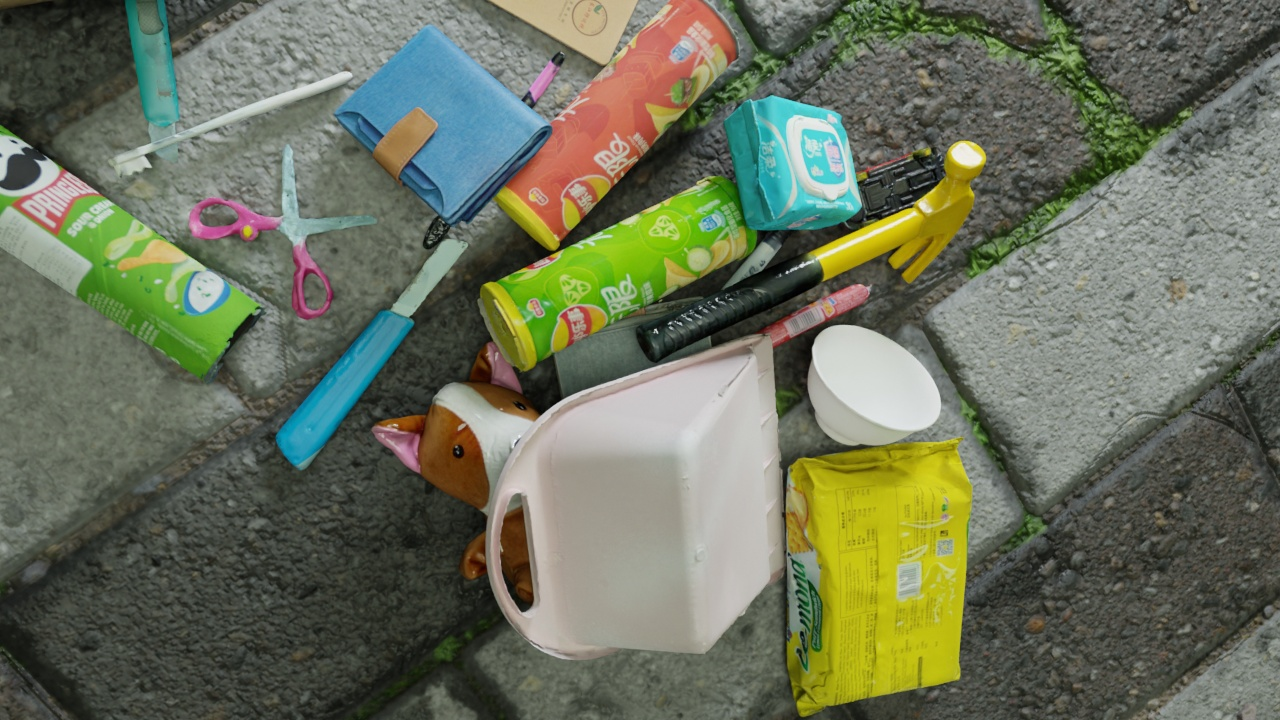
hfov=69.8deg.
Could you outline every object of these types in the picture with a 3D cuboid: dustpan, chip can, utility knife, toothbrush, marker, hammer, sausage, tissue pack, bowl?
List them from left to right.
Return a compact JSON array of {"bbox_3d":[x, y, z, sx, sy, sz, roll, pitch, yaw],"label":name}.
[{"bbox_3d":[-0.383,-0.079,0.636,0.236,0.072,0.072,38,88,-16],"label":"chip can"},{"bbox_3d":[-0.348,-0.231,0.653,0.029,0.013,0.176,-6,99,-13],"label":"utility knife"},{"bbox_3d":[-0.294,-0.173,0.668,0.180,0.016,0.016,-26,115,-13],"label":"toothbrush"},{"bbox_3d":[-0.207,-0.009,0.713,0.034,0.018,0.218,39,89,-13],"label":"utility knife"},{"bbox_3d":[-0.114,-0.165,0.716,0.014,0.018,0.189,35,87,-17],"label":"toothbrush"},{"bbox_3d":[-0.020,-0.183,0.707,0.216,0.073,0.073,-46,105,-5],"label":"chip can"},{"bbox_3d":[-0.012,-0.071,0.707,0.221,0.073,0.072,-29,103,-18],"label":"chip can"},{"bbox_3d":[0.010,0.106,0.711,0.139,0.272,0.222,0,101,24],"label":"dustpan"},{"bbox_3d":[0.090,-0.077,0.774,0.022,0.018,0.130,41,87,-6],"label":"marker"},{"bbox_3d":[0.120,-0.151,0.718,0.133,0.050,0.093,-11,89,-51],"label":"tissue pack"},{"bbox_3d":[0.133,-0.031,0.789,0.155,0.020,0.020,-27,102,-8],"label":"sausage"},{"bbox_3d":[0.136,-0.072,0.729,0.300,0.129,0.033,-24,59,-12],"label":"hammer"},{"bbox_3d":[0.186,0.034,0.779,0.118,0.118,0.065,13,132,-15],"label":"bowl"}]

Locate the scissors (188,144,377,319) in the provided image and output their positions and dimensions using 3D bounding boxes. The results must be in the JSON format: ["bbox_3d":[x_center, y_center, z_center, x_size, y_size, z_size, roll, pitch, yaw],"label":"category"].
[{"bbox_3d":[-0.266,-0.095,0.691,0.133,0.017,0.134,-8,96,-16],"label":"scissors"}]

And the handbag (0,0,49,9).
[{"bbox_3d":[-0.364,-0.312,0.592,0.204,0.099,0.148,-10,99,-1],"label":"handbag"}]

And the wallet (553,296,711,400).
[{"bbox_3d":[-0.004,0.004,0.754,0.129,0.037,0.107,-12,109,-9],"label":"wallet"}]

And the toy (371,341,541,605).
[{"bbox_3d":[-0.097,0.093,0.704,0.139,0.131,0.199,-37,95,-31],"label":"toy"}]

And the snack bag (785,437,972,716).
[{"bbox_3d":[0.210,0.188,0.798,0.158,0.068,0.247,-6,106,-11],"label":"snack bag"}]

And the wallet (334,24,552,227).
[{"bbox_3d":[-0.145,-0.173,0.670,0.133,0.040,0.106,43,85,16],"label":"wallet"}]

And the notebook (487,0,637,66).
[{"bbox_3d":[-0.086,-0.342,0.702,0.207,0.008,0.148,26,91,-15],"label":"notebook"}]

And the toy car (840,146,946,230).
[{"bbox_3d":[0.212,-0.146,0.786,0.106,0.031,0.049,-22,101,-8],"label":"toy car"}]
